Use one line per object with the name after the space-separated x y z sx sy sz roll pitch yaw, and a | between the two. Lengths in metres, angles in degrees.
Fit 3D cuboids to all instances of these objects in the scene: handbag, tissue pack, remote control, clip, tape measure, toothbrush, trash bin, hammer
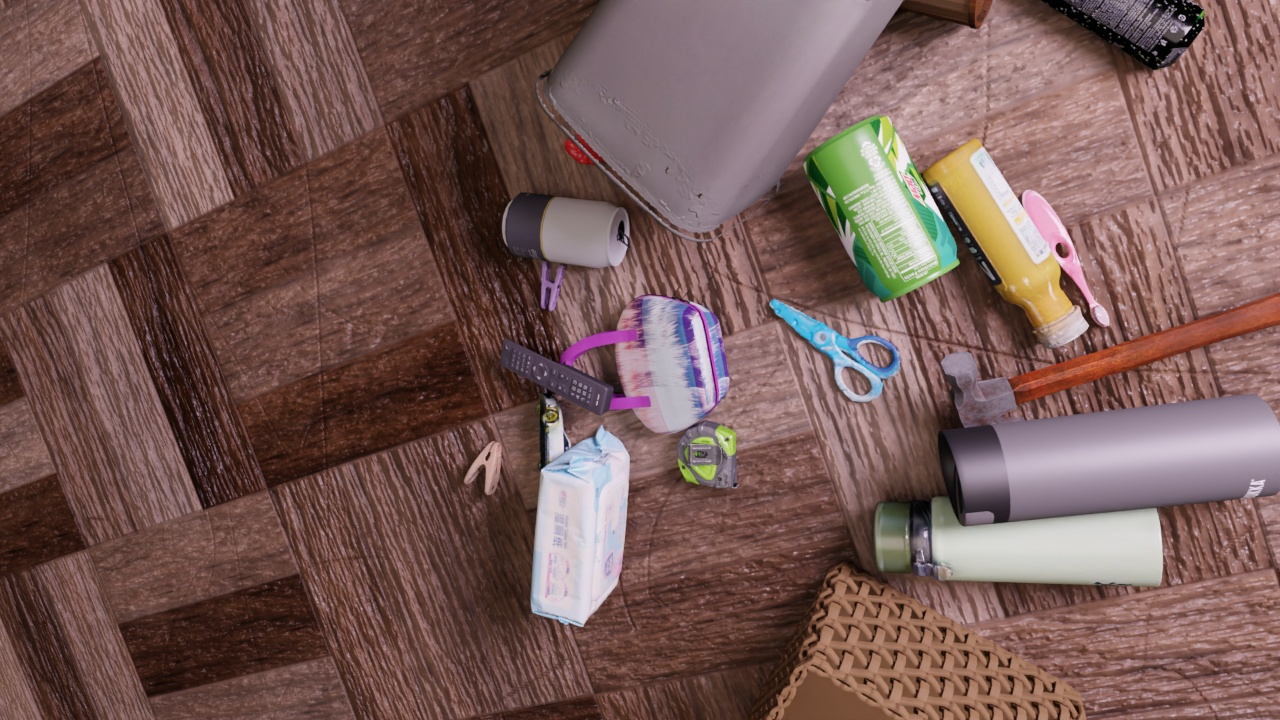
-0.005 0.005 0.911 0.170 0.067 0.144 -7 98 27 | handbag
-0.056 0.166 0.927 0.070 0.111 0.182 11 103 19 | tissue pack
-0.086 0.014 0.923 0.136 0.015 0.032 25 115 28 | remote control
-0.097 -0.081 0.948 0.041 0.014 0.052 35 107 10 | clip
0.066 0.094 0.911 0.059 0.035 0.065 -1 100 20 | tape measure
0.364 -0.087 0.782 0.022 0.016 0.135 -31 89 17 | toothbrush
0.073 -0.249 0.700 0.197 0.196 0.221 44 132 5 | trash bin
0.409 -0.006 0.755 0.301 0.028 0.111 -20 131 14 | hammer
-0.173 0.116 1.007 0.039 0.024 0.060 9 93 15 | clip

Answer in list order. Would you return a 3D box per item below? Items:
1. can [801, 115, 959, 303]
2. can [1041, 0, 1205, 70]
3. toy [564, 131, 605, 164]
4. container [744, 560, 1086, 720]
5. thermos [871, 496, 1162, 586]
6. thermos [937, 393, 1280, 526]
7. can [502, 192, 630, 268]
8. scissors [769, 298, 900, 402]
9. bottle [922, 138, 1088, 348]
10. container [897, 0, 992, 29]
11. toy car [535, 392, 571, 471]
0.208 -0.130 0.793 0.083 0.083 0.144 -28 90 22 | can
0.370 -0.284 0.722 0.137 0.053 0.054 37 110 10 | can
-0.014 -0.229 0.875 0.088 0.093 0.133 33 143 -30 | toy
0.225 0.360 0.809 0.252 0.213 0.220 28 108 13 | container
0.323 0.160 0.808 0.232 0.082 0.082 -2 99 19 | thermos
0.376 0.083 0.752 0.241 0.082 0.082 -8 97 10 | thermos
-0.068 -0.127 0.901 0.127 0.064 0.064 10 103 17 | can
0.178 -0.017 0.865 0.135 0.015 0.066 37 110 12 | scissors
0.311 -0.097 0.778 0.053 0.053 0.186 -33 91 22 | bottle
0.203 -0.347 0.735 0.167 0.132 0.132 18 105 21 | container
-0.090 0.086 0.960 0.033 0.048 0.105 -4 102 -13 | toy car
